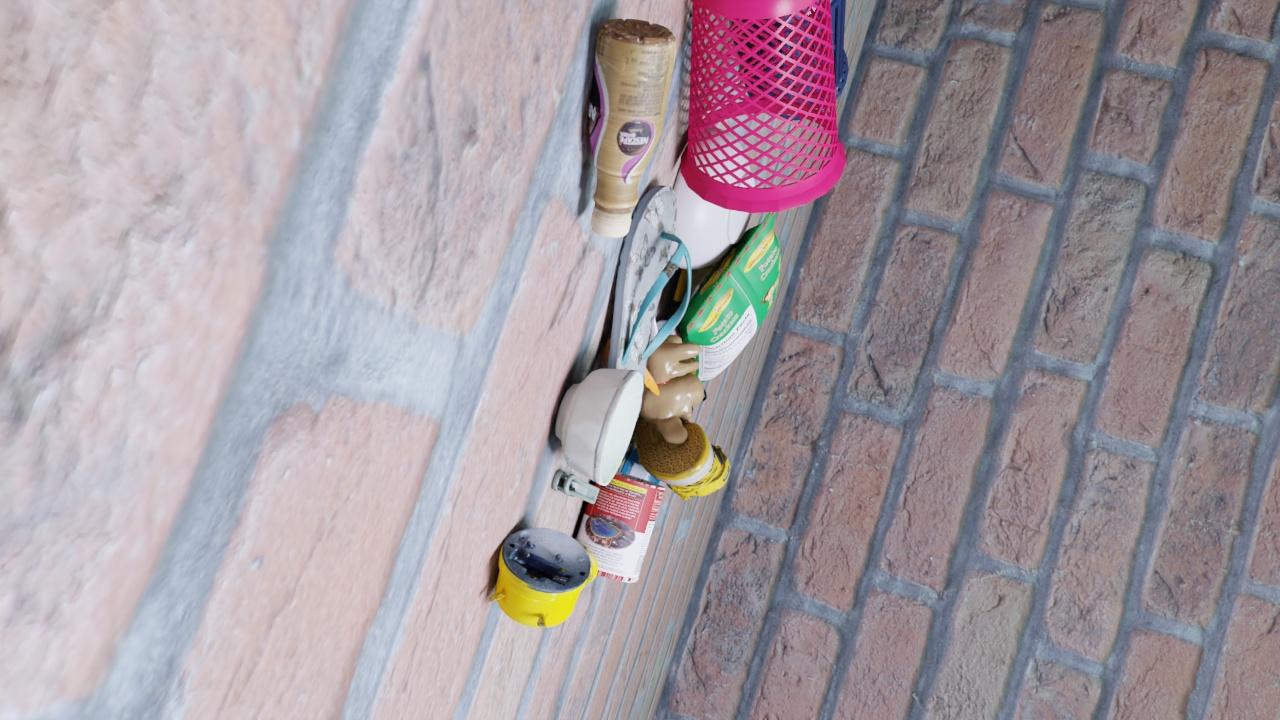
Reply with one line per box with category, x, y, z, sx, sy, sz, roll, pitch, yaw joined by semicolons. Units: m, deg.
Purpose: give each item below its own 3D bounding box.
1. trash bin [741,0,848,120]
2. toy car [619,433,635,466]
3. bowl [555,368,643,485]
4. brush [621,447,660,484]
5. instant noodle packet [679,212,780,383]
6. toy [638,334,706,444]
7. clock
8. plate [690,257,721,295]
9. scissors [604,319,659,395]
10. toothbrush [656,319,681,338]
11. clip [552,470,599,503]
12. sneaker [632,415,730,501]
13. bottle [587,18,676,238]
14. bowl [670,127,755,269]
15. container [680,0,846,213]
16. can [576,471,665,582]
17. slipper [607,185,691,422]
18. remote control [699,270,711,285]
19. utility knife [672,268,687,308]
trash bin;0.186;-0.411;1.123;0.249;0.139;0.139;40;67;-75
toy car;-0.026;0.090;1.083;0.091;0.036;0.042;-51;155;-59
bowl;-0.045;0.058;0.892;0.117;0.061;0.117;18;89;-78
brush;-0.003;0.165;1.246;0.075;0.055;0.135;97;14;-59
instant noodle packet;0.120;-0.073;1.226;0.195;0.090;0.253;-54;165;-14
toy;0.032;0.028;1.114;0.134;0.105;0.108;28;-58;60
clock;-0.085;0.191;0.842;0.118;0.083;0.057;-47;156;-59
plate;0.113;-0.177;1.308;0.184;0.036;0.184;18;88;-83
scissors;-0.002;0.001;1.024;0.125;0.011;0.128;52;55;-49
toothbrush;0.051;-0.040;1.286;0.026;0.027;0.222;-54;171;8
clip;-0.064;0.134;0.958;0.078;0.050;0.023;87;20;-78
sneaker;0.063;0.133;1.159;0.086;0.122;0.238;-39;-163;2
bottle;-0.013;-0.176;0.718;0.059;0.060;0.166;-56;161;-54
bowl;0.098;-0.193;1.131;0.176;0.066;0.177;-53;152;-44
container;0.125;-0.299;0.948;0.226;0.183;0.182;80;28;-49
can;-0.028;0.196;1.099;0.086;0.087;0.116;34;73;-78
slipper;0.010;-0.050;0.957;0.098;0.055;0.269;6;97;-63
remote control;0.090;-0.076;1.307;0.033;0.012;0.131;-41;155;-29
utility knife;0.073;-0.162;1.232;0.030;0.018;0.191;-34;143;-79
